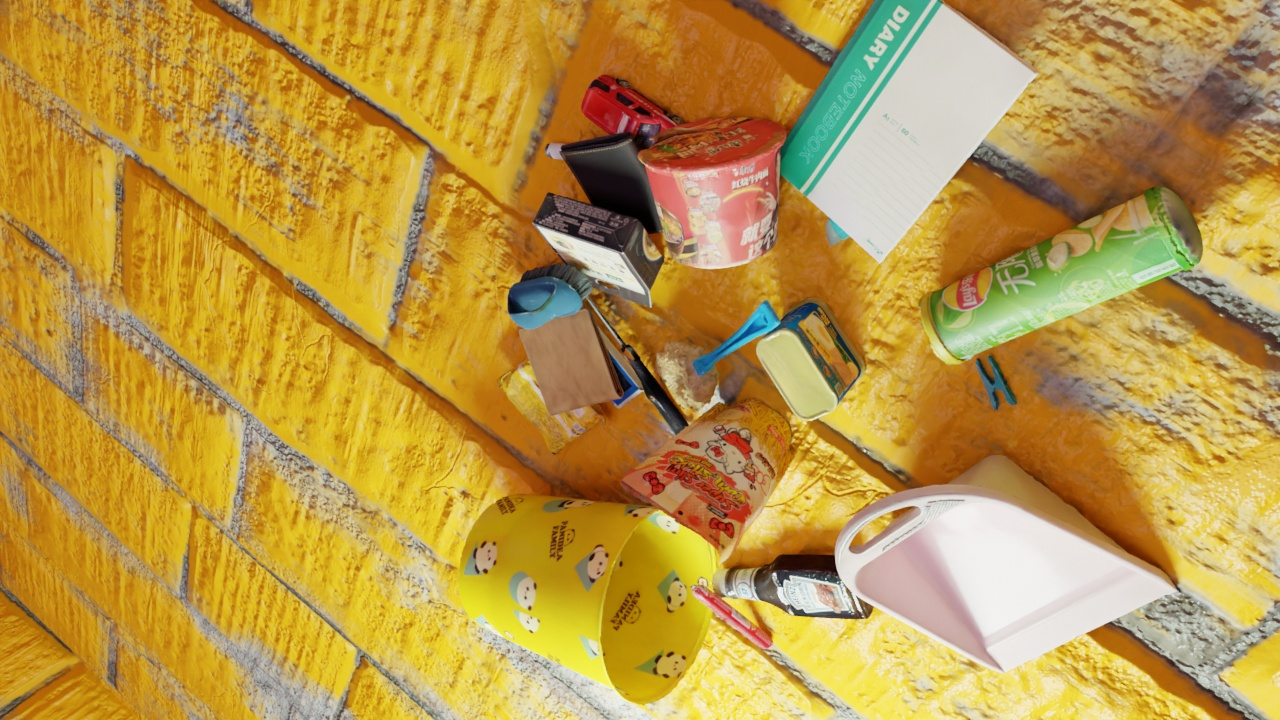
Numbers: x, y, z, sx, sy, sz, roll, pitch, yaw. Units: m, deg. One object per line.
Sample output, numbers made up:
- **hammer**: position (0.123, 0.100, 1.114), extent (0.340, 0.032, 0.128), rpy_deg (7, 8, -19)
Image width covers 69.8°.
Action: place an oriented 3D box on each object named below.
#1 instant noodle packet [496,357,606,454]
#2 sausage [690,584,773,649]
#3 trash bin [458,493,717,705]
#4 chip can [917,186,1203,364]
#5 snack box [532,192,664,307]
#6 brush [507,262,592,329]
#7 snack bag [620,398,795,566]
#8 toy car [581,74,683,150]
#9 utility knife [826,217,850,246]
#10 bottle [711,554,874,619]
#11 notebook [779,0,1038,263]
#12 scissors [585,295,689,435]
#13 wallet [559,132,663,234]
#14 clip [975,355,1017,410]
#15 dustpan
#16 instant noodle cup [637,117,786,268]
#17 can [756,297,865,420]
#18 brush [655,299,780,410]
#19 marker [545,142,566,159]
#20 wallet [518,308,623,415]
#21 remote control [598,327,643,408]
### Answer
- **instant noodle packet**: position (-0.108, 0.049, 1.151), extent (0.111, 0.044, 0.128), rpy_deg (-34, 96, 37)
- **sausage**: position (0.113, 0.315, 1.128), extent (0.020, 0.020, 0.156), rpy_deg (-27, 122, 39)
- **trash bin**: position (-0.073, 0.273, 1.139), extent (0.256, 0.228, 0.230), rpy_deg (5, 116, 37)
- **chip can**: position (0.351, -0.069, 0.779), extent (0.222, 0.072, 0.072), rpy_deg (-28, 97, 39)
- **snack box**: position (-0.042, -0.119, 0.993), extent (0.113, 0.125, 0.053), rpy_deg (21, 79, 22)
- **brush**: position (-0.113, -0.068, 1.049), extent (0.055, 0.073, 0.144), rpy_deg (46, 156, -23)
- **snack bag**: position (0.081, 0.115, 0.958), extent (0.128, 0.207, 0.073), rpy_deg (38, 127, 12)
- **toy car**: position (-0.008, -0.243, 0.938), extent (0.120, 0.045, 0.053), rpy_deg (34, 129, 11)
- **utility knife**: position (0.236, -0.157, 0.844), extent (0.172, 0.013, 0.029), rpy_deg (-32, 96, 41)
- **bottle**: position (0.174, 0.265, 1.081), extent (0.195, 0.043, 0.080), rpy_deg (-8, 116, 36)
- **notebook**: position (0.222, -0.212, 0.816), extent (0.150, 0.012, 0.210), rpy_deg (45, 129, 15)
- **scissors**: position (-0.005, 0.007, 1.064), extent (0.022, 0.125, 0.234), rpy_deg (-37, 68, 0)
- **wallet**: position (-0.021, -0.181, 0.965), extent (0.096, 0.020, 0.122), rpy_deg (1, 138, 37)
- **clip**: position (0.337, 0.021, 0.871), extent (0.046, 0.014, 0.057), rpy_deg (-23, 101, 40)
- **dustpan**: position (0.330, 0.217, 0.895), extent (0.273, 0.138, 0.223), rpy_deg (44, 128, 7)
- **instant noodle cup**: position (0.075, -0.159, 0.876), extent (0.138, 0.137, 0.109), rpy_deg (8, 125, 29)
- **can**: position (0.170, -0.001, 0.921), extent (0.057, 0.083, 0.102), rpy_deg (-30, 95, 39)
- **brush**: position (0.080, -0.009, 0.944), extent (0.083, 0.045, 0.255), rpy_deg (61, 154, 6)
- **marker**: position (-0.046, -0.219, 0.991), extent (0.131, 0.018, 0.023), rpy_deg (13, 129, 27)
- **wallet**: position (-0.083, 0.003, 1.087), extent (0.101, 0.020, 0.115), rpy_deg (-15, 101, 26)
- **remote control**: position (-0.046, -0.003, 1.097), extent (0.125, 0.024, 0.049), rpy_deg (52, 129, 0)
